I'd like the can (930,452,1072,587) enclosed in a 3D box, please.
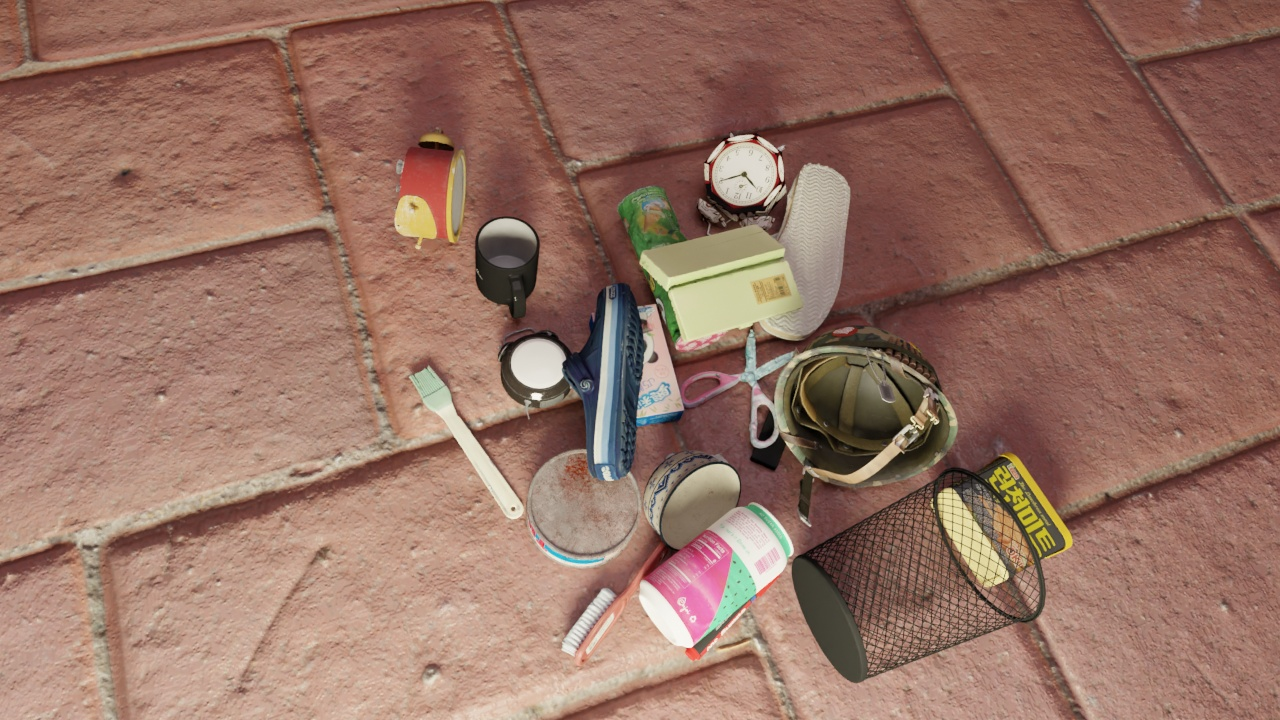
[{"bbox_3d":[0.433,0.194,1.111,0.101,0.073,0.130,-23,70,-16],"label":"can"}]

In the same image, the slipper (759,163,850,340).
[{"bbox_3d":[0.223,-0.149,1.250,0.114,0.054,0.272,20,68,-1],"label":"slipper"}]

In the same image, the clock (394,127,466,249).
[{"bbox_3d":[-0.271,-0.227,1.175,0.081,0.117,0.158,6,59,-3],"label":"clock"}]

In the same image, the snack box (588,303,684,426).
[{"bbox_3d":[-0.007,0.007,1.149,0.088,0.033,0.154,-9,66,-12],"label":"snack box"}]

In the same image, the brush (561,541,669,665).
[{"bbox_3d":[-0.027,0.262,1.022,0.030,0.041,0.172,30,60,22],"label":"brush"}]

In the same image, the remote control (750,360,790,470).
[{"bbox_3d":[0.180,0.068,1.161,0.034,0.013,0.149,23,63,7],"label":"remote control"}]

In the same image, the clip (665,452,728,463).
[{"bbox_3d":[0.082,0.137,1.102,0.054,0.041,0.101,-39,76,-11],"label":"clip"}]

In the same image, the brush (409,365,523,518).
[{"bbox_3d":[-0.204,0.097,1.085,0.033,0.012,0.217,-32,74,-21],"label":"brush"}]

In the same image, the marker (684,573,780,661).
[{"bbox_3d":[0.105,0.284,1.040,0.144,0.021,0.023,-40,107,-24],"label":"marker"}]

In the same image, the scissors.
[{"bbox_3d":[0.139,0.040,1.160,0.170,0.014,0.168,-25,63,-18],"label":"scissors"}]

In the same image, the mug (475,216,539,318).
[{"bbox_3d":[-0.163,-0.108,1.147,0.078,0.088,0.113,-11,67,-14],"label":"mug"}]

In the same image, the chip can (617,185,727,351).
[{"bbox_3d":[0.039,-0.124,1.198,0.075,0.076,0.223,-16,68,-17],"label":"chip can"}]

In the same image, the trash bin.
[{"bbox_3d":[0.293,0.242,1.011,0.210,0.184,0.184,-21,69,-12],"label":"trash bin"}]

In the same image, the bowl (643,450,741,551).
[{"bbox_3d":[0.052,0.153,1.048,0.115,0.116,0.059,-30,40,-21],"label":"bowl"}]

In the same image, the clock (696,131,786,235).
[{"bbox_3d":[0.139,-0.230,1.266,0.115,0.065,0.154,17,89,12],"label":"clock"}]

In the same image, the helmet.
[{"bbox_3d":[0.258,0.063,1.070,0.224,0.193,0.235,29,38,-29],"label":"helmet"}]

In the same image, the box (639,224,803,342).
[{"bbox_3d":[0.106,-0.104,1.142,0.187,0.048,0.140,-15,70,-28],"label":"box"}]

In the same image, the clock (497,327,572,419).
[{"bbox_3d":[-0.127,0.007,1.122,0.091,0.044,0.122,-21,69,-18],"label":"clock"}]

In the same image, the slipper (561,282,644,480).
[{"bbox_3d":[-0.048,0.017,1.060,0.095,0.105,0.252,-5,59,12],"label":"slipper"}]

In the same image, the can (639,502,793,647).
[{"bbox_3d":[0.083,0.235,1.015,0.165,0.088,0.088,-35,74,-18],"label":"can"}]

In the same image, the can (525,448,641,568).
[{"bbox_3d":[-0.066,0.169,1.053,0.130,0.044,0.129,4,64,-8],"label":"can"}]
